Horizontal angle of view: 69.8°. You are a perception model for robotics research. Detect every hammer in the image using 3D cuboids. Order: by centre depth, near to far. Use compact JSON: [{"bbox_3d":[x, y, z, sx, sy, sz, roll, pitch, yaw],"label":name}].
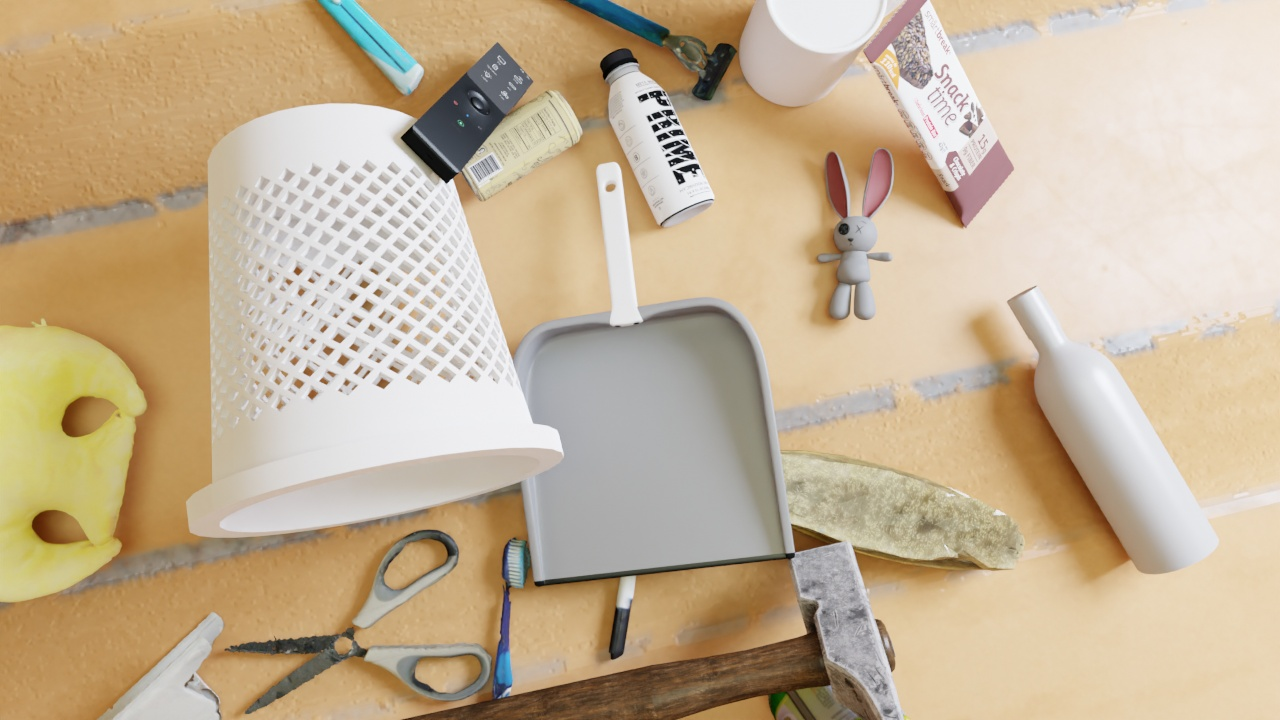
[{"bbox_3d":[-0.003,0.215,0.499,0.301,0.217,0.037,-15,120,8],"label":"hammer"}]

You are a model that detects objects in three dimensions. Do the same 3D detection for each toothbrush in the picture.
[{"bbox_3d":[-0.084,0.207,0.580,0.017,0.016,0.189,1,85,29],"label":"toothbrush"}]

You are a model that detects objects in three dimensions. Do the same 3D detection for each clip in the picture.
[{"bbox_3d":[-0.291,0.208,0.563,0.102,0.058,0.052,-44,65,-4],"label":"clip"}]

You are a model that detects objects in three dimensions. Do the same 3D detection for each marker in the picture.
[{"bbox_3d":[-0.004,0.118,0.596,0.011,0.011,0.152,9,85,-3],"label":"marker"}]

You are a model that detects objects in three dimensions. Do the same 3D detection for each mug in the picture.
[{"bbox_3d":[0.123,-0.221,0.586,0.110,0.090,0.074,-24,88,-5],"label":"mug"}]

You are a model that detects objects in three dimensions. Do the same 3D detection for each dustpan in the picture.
[{"bbox_3d":[-0.003,0.003,0.575,0.163,0.033,0.257,-8,81,9],"label":"dustpan"}]

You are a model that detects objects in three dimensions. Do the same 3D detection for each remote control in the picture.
[{"bbox_3d":[-0.099,-0.152,0.549,0.013,0.149,0.034,-33,113,30],"label":"remote control"}]

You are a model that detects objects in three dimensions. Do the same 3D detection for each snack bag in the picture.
[{"bbox_3d":[0.195,-0.157,0.584,0.057,0.013,0.158,-49,125,-7],"label":"snack bag"}]

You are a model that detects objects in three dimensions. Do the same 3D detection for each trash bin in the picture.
[{"bbox_3d":[-0.160,-0.021,0.519,0.195,0.196,0.199,-13,77,-4],"label":"trash bin"}]

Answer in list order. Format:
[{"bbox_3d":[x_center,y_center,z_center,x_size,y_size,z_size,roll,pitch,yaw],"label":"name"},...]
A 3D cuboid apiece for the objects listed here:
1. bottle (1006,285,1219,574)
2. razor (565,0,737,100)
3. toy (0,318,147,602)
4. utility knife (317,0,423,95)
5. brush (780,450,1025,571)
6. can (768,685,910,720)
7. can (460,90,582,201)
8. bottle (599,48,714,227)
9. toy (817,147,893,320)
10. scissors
[{"bbox_3d":[0.298,0.041,0.597,0.052,0.052,0.195,-30,88,-5],"label":"bottle"},{"bbox_3d":[-0.007,-0.226,0.614,0.144,0.022,0.042,28,84,-1],"label":"razor"},{"bbox_3d":[-0.384,0.057,0.551,0.155,0.065,0.170,9,86,-9],"label":"toy"},{"bbox_3d":[-0.210,-0.243,0.608,0.179,0.015,0.022,45,86,3],"label":"utility knife"},{"bbox_3d":[0.154,0.097,0.589,0.195,0.043,0.059,16,85,-1],"label":"brush"},{"bbox_3d":[0.128,0.226,0.533,0.067,0.121,0.067,-4,106,-15],"label":"can"},{"bbox_3d":[-0.080,-0.140,0.595,0.079,0.038,0.038,-33,89,-5],"label":"can"},{"bbox_3d":[0.007,-0.147,0.599,0.041,0.041,0.116,-25,88,-5],"label":"bottle"},{"bbox_3d":[0.142,-0.082,0.608,0.049,0.030,0.111,2,88,25],"label":"toy"},{"bbox_3d":[-0.168,0.176,0.580,0.166,0.012,0.157,30,83,-1],"label":"scissors"}]
